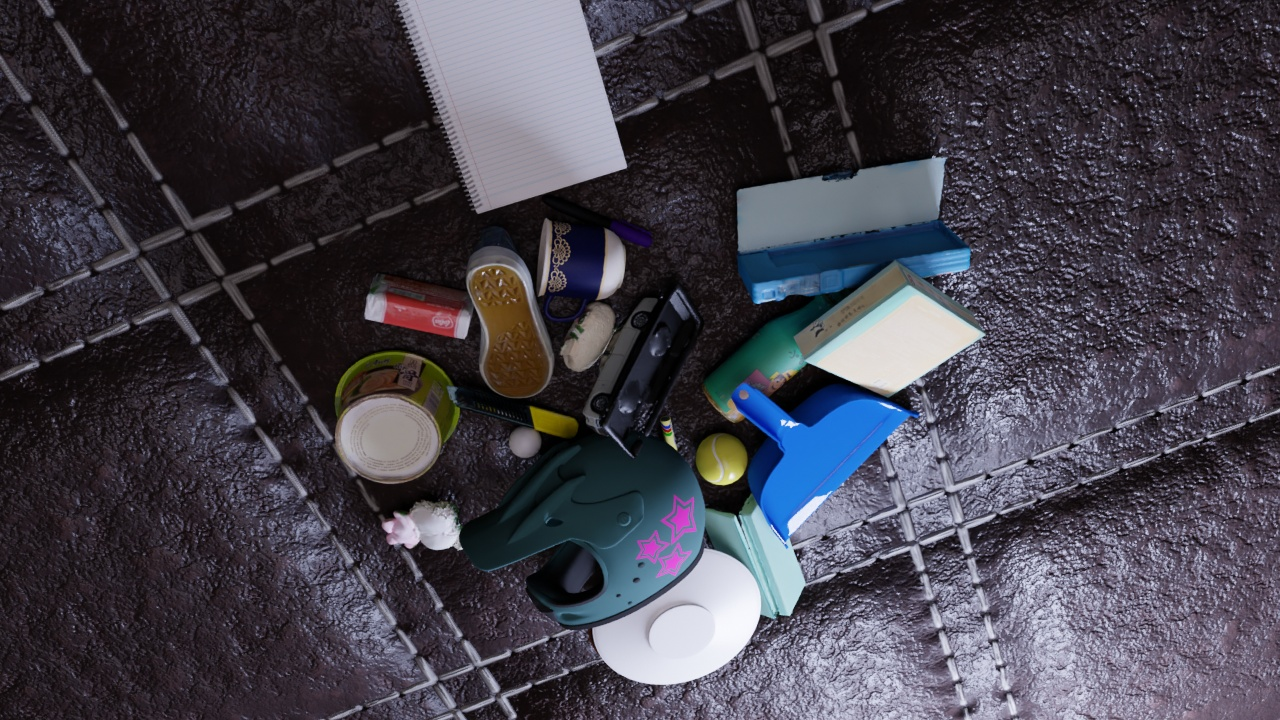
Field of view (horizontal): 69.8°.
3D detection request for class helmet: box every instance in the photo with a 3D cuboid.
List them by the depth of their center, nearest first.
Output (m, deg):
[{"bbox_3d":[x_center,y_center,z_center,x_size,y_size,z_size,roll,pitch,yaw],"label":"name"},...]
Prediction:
[{"bbox_3d":[-0.061,0.193,1.103,0.274,0.176,0.200,-31,116,-4],"label":"helmet"}]

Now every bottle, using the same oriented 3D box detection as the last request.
[{"bbox_3d":[0.169,-0.016,1.092,0.210,0.068,0.068,-43,113,15],"label":"bottle"}]

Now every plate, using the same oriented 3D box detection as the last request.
[{"bbox_3d":[0.052,0.348,1.206,0.229,0.030,0.230,-5,116,-10],"label":"plate"}]

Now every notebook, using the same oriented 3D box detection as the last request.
[{"bbox_3d":[-0.133,-0.291,0.957,0.178,0.013,0.246,-17,117,1],"label":"notebook"}]

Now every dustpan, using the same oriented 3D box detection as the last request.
[{"bbox_3d":[0.194,0.096,1.119,0.257,0.059,0.246,38,99,-30],"label":"dustpan"}]

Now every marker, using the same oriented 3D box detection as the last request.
[{"bbox_3d":[-0.047,-0.158,1.030,0.134,0.015,0.018,21,84,-15],"label":"marker"},{"bbox_3d":[0.043,0.131,1.182,0.014,0.014,0.132,-12,117,0],"label":"marker"}]

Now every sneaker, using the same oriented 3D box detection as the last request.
[{"bbox_3d":[-0.144,-0.051,1.032,0.087,0.079,0.236,-3,140,0],"label":"sneaker"}]

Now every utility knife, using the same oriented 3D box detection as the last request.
[{"bbox_3d":[-0.154,0.061,1.107,0.172,0.020,0.028,19,79,-26],"label":"utility knife"}]

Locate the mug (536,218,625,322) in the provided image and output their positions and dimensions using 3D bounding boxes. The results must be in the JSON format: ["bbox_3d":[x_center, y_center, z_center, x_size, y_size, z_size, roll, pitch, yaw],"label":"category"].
[{"bbox_3d":[-0.066,-0.096,1.015,0.089,0.086,0.112,5,95,-11],"label":"mug"}]

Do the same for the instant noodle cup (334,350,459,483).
[{"bbox_3d":[-0.288,0.071,1.072,0.146,0.097,0.146,-2,117,-5],"label":"instant noodle cup"}]

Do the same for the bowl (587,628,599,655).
[{"bbox_3d":[-0.003,0.337,1.247,0.147,0.068,0.147,-5,116,-10],"label":"bowl"}]

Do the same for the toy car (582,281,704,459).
[{"bbox_3d":[-0.006,0.006,1.049,0.191,0.071,0.094,-64,144,-18],"label":"toy car"}]

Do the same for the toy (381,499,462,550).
[{"bbox_3d":[-0.277,0.211,1.175,0.109,0.041,0.096,-7,131,1],"label":"toy"}]

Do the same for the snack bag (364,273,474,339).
[{"bbox_3d":[-0.244,-0.061,1.023,0.116,0.077,0.036,12,112,-11],"label":"snack bag"}]

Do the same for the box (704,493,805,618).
[{"bbox_3d":[0.147,0.258,1.246,0.093,0.076,0.188,-2,124,35],"label":"box"}]

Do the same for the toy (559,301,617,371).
[{"bbox_3d":[-0.057,-0.027,1.073,0.050,0.112,0.087,31,103,27],"label":"toy"}]

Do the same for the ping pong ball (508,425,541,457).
[{"bbox_3d":[-0.142,0.100,1.133,0.040,0.040,0.040,-2,116,-5],"label":"ping pong ball"}]

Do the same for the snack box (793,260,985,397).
[{"bbox_3d":[0.288,-0.028,1.051,0.142,0.044,0.193,-39,141,28],"label":"snack box"}]

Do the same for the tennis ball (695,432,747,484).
[{"bbox_3d":[0.102,0.124,1.156,0.065,0.065,0.065,-2,116,-5],"label":"tennis ball"}]

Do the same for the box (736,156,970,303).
[{"bbox_3d":[0.232,-0.148,1.019,0.243,0.093,0.115,-9,121,-2],"label":"box"}]
